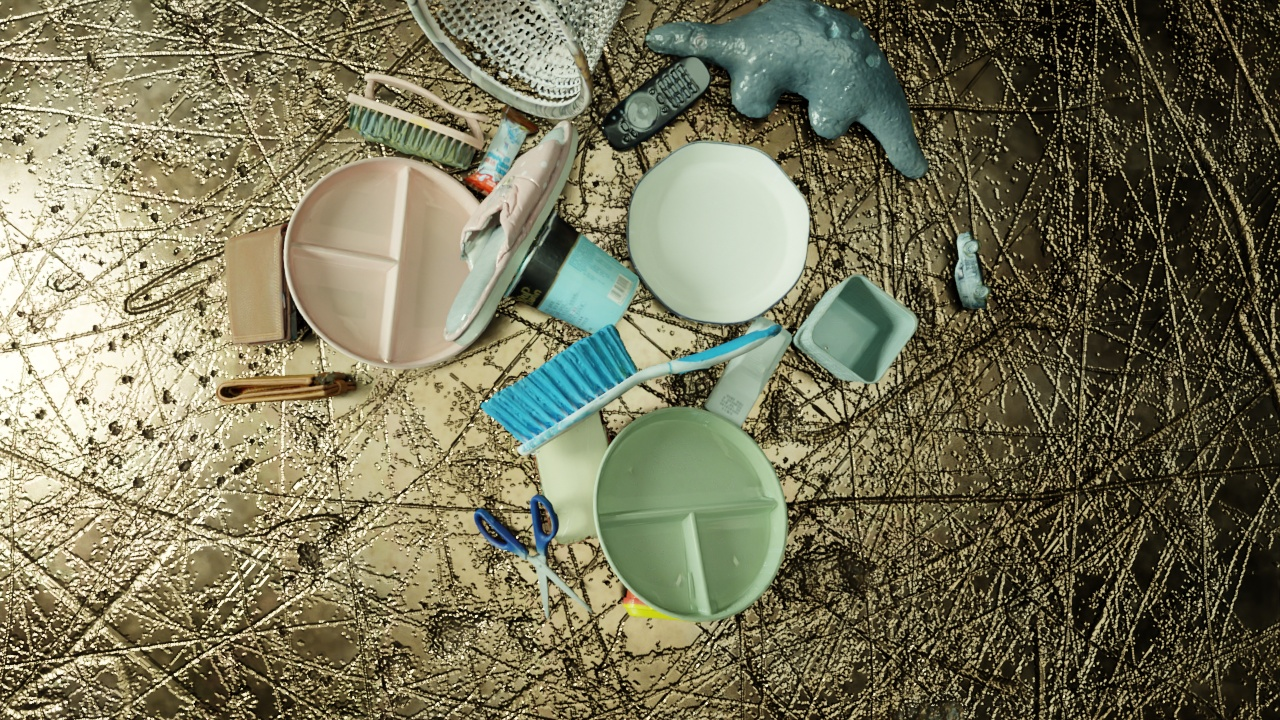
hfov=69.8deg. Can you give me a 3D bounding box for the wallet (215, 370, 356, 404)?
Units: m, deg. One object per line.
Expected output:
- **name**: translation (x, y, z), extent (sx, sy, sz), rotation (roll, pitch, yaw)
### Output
- **wallet**: translation (-0.363, 0.027, 0.954), extent (0.108, 0.132, 0.031), rotation (-3, 92, -5)

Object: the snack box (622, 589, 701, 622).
- **snack box**: translation (0.030, 0.242, 1.003), extent (0.091, 0.082, 0.080), rotation (6, 75, -4)

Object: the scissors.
- **scissors**: translation (-0.115, 0.208, 0.990), extent (0.162, 0.012, 0.176), rotation (22, 126, 24)

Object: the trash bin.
- **trash bin**: translation (-0.101, -0.400, 0.954), extent (0.227, 0.228, 0.191), rotation (32, 74, -2)

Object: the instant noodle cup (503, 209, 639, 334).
- **instant noodle cup**: translation (-0.070, -0.085, 0.995), extent (0.120, 0.111, 0.111), rotation (30, 87, -11)

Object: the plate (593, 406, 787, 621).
- **plate**: translation (0.054, 0.162, 0.979), extent (0.230, 0.028, 0.229), rotation (9, 66, -22)

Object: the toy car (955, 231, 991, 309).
- **toy car**: translation (0.378, -0.102, 1.050), extent (0.034, 0.042, 0.090), rotation (-10, 94, 30)

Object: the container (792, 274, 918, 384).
- **container**: translation (0.228, -0.031, 1.002), extent (0.090, 0.111, 0.090), rotation (37, 87, -2)

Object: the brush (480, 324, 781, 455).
- **brush**: translation (-0.006, 0.006, 0.961), extent (0.314, 0.060, 0.109), rotation (-33, 90, -9)

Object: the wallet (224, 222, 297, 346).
- **wallet**: translation (-0.401, -0.078, 0.976), extent (0.101, 0.032, 0.124), rotation (-4, 90, 38)

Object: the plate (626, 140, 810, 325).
- **plate**: translation (0.085, -0.141, 1.029), extent (0.205, 0.045, 0.205), rotation (0, 90, -4)

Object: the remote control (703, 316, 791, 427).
- **remote control**: translation (0.123, 0.012, 1.038), extent (0.049, 0.024, 0.125), rotation (30, 88, -5)

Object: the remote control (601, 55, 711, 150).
- **remote control**: translation (0.018, -0.289, 1.031), extent (0.136, 0.024, 0.053), rotation (-34, 96, 13)

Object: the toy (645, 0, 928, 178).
- **toy**: translation (0.182, -0.327, 1.025), extent (0.356, 0.091, 0.138), rotation (22, 115, -2)

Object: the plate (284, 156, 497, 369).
- **plate**: translation (-0.259, -0.103, 0.979), extent (0.229, 0.028, 0.229), rotation (4, 80, -25)

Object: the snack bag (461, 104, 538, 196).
- **snack bag**: translation (-0.156, -0.231, 1.026), extent (0.048, 0.026, 0.104), rotation (31, 87, -10)

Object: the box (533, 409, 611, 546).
- **box**: translation (-0.073, 0.111, 0.997), extent (0.091, 0.077, 0.168), rotation (-13, 89, -5)

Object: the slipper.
- **slipper**: translation (-0.145, -0.143, 0.965), extent (0.054, 0.114, 0.274), rotation (31, 74, -26)

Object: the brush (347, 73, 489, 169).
- **brush**: translation (-0.240, -0.260, 0.999), extent (0.145, 0.063, 0.073), rotation (18, 92, -1)
